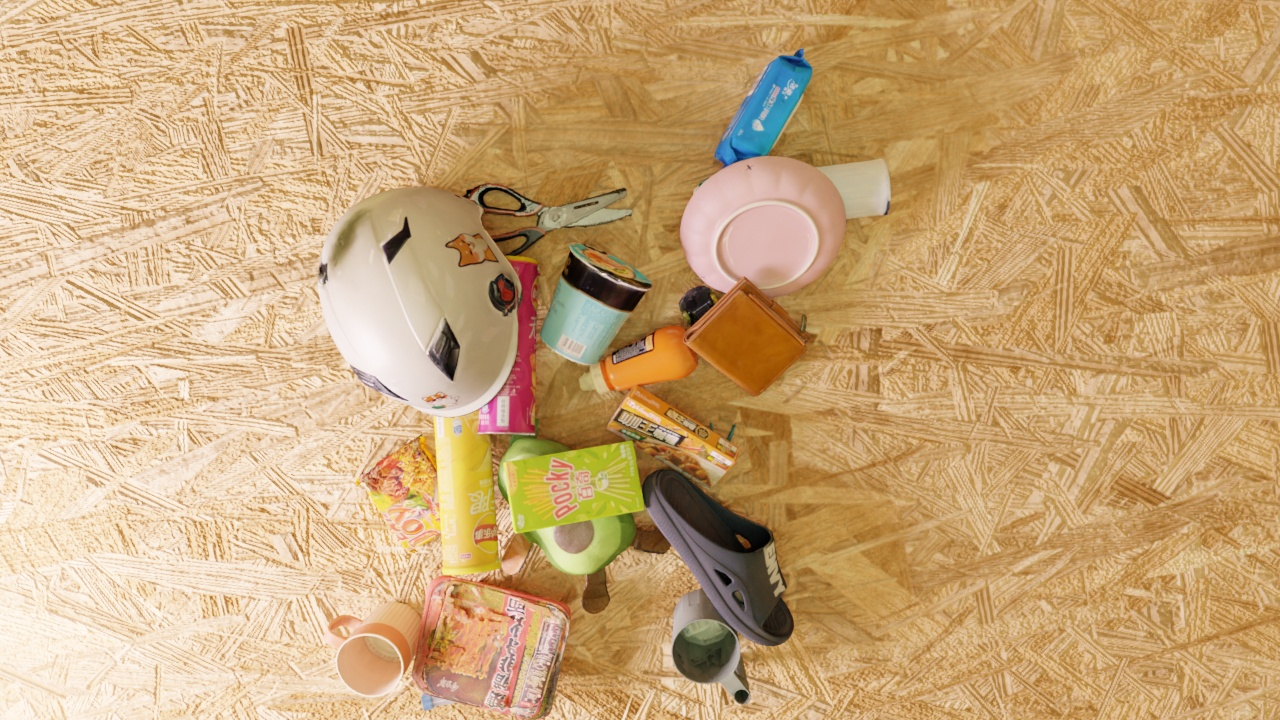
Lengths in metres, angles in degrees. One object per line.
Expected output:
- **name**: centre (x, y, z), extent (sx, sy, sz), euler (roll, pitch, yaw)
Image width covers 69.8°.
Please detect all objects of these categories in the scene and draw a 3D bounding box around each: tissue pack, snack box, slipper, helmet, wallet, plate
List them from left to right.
- **helmet**: centre (-0.267, -0.072, 1.032), extent (0.230, 0.156, 0.274), euler (-21, 77, 23)
- **snack box**: centre (-0.079, 0.149, 1.086), extent (0.156, 0.026, 0.085), euler (-8, 85, -12)
- **snack box**: centre (0.040, 0.096, 1.131), extent (0.154, 0.026, 0.075), euler (31, 137, -3)
- **slipper**: centre (0.111, 0.232, 1.116), extent (0.083, 0.110, 0.268), euler (-38, 94, 28)
- **wallet**: centre (0.135, -0.029, 1.097), extent (0.130, 0.035, 0.119), euler (37, 102, -30)
- **tissue pack**: centre (0.142, -0.282, 1.060), extent (0.052, 0.095, 0.157), euler (30, 98, -8)
- **plate**: centre (0.143, -0.141, 1.058), extent (0.192, 0.039, 0.193), euler (0, 131, -1)

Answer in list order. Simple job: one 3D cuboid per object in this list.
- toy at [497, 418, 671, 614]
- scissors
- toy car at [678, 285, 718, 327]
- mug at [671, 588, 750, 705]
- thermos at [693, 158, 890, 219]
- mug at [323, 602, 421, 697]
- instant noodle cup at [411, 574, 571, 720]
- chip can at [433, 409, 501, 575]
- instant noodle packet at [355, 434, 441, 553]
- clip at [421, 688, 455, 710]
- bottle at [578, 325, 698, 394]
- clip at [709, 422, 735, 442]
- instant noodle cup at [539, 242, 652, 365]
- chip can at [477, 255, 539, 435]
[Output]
- **toy**: centre (-0.085, 0.190, 1.140), extent (0.227, 0.090, 0.246), euler (-44, 97, 1)
- **scissors**: centre (-0.125, -0.183, 1.126), extent (0.206, 0.015, 0.202), euler (38, 98, -2)
- **toy car**: centre (0.088, -0.044, 1.125), extent (0.049, 0.031, 0.106), euler (-35, 106, 2)
- **mug**: centre (0.092, 0.357, 1.147), extent (0.084, 0.103, 0.124), euler (-37, 96, 6)
- **thermos**: centre (0.175, -0.194, 1.083), extent (0.224, 0.073, 0.073), euler (-6, 97, 4)
- **mug**: centre (-0.341, 0.358, 1.166), extent (0.114, 0.106, 0.082), euler (23, 98, -1)
- **instant noodle cup**: centre (-0.188, 0.358, 1.173), extent (0.189, 0.079, 0.164), euler (14, 98, 0)
- **chip can**: centre (-0.215, 0.152, 1.126), extent (0.072, 0.072, 0.213), euler (-6, 84, 3)
- **instant noodle packet**: centre (-0.289, 0.175, 1.171), extent (0.111, 0.044, 0.128), euler (-31, 96, 10)
- **clip**: centre (-0.261, 0.447, 1.220), extent (0.058, 0.042, 0.026), euler (-6, 96, 1)
- **bottle**: centre (-0.007, 0.007, 1.127), extent (0.150, 0.066, 0.067), euler (-19, 97, 13)
- **clip**: centre (0.101, 0.105, 1.157), extent (0.033, 0.013, 0.054), euler (6, 96, 3)
- **instant noodle cup**: centre (-0.061, -0.063, 1.102), extent (0.111, 0.111, 0.121), euler (28, 107, -1)
- **chip can**: centre (-0.159, -0.016, 1.102), extent (0.071, 0.071, 0.210), euler (0, 86, 2)
